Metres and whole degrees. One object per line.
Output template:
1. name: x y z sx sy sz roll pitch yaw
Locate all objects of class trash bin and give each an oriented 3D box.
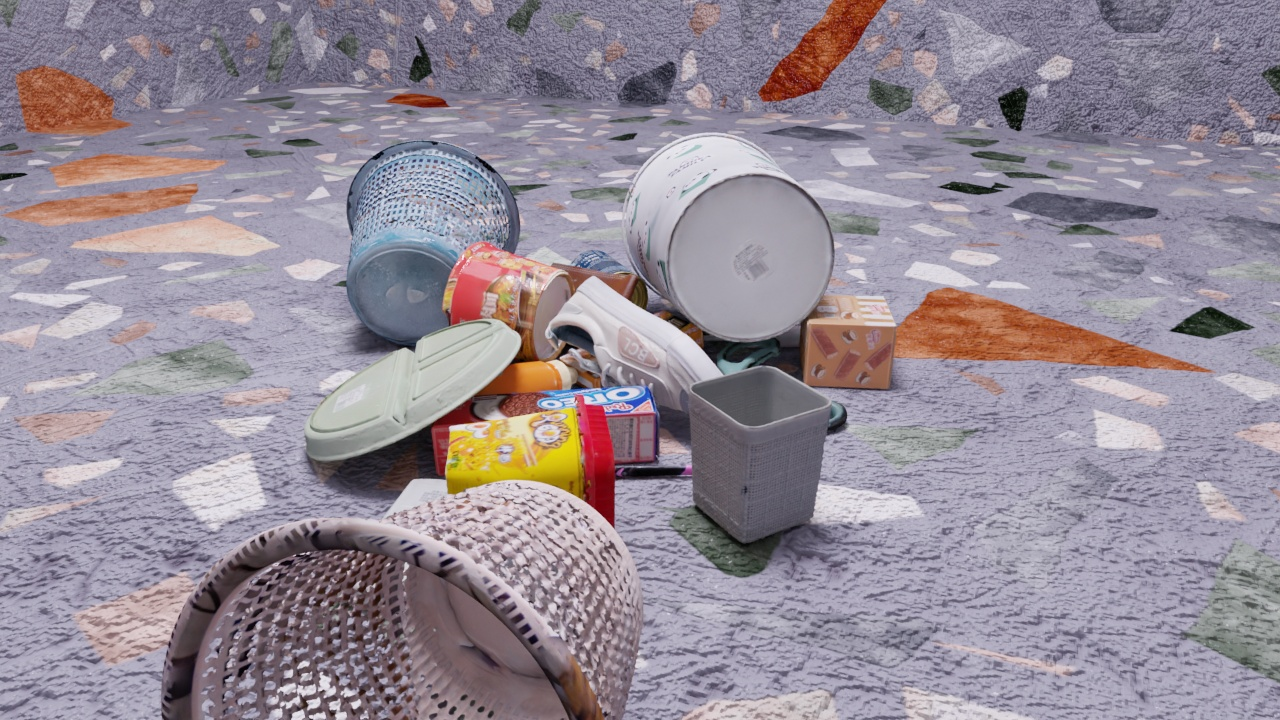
1. trash bin: -0.270 -0.129 1.138 0.226 0.227 0.194 0 37 -1
2. trash bin: 0.102 -0.143 1.078 0.229 0.230 0.251 -2 17 -5
3. trash bin: -0.093 0.161 0.489 0.228 0.227 0.191 7 13 15

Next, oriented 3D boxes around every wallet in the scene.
1. wallet: -0.072 -0.066 1.110 0.125 0.101 0.032 12 -17 26

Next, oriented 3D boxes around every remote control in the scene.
1. remote control: -0.183 0.142 0.730 0.058 0.021 0.149 6 25 9

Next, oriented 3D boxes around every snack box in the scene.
1. snack box: -0.009 -0.009 1.040 0.153 0.026 0.075 -26 34 -29
2. snack box: 0.230 -0.022 1.032 0.094 0.077 0.092 2 24 5
3. snack box: -0.088 0.066 0.860 0.207 0.058 0.057 -3 27 -7

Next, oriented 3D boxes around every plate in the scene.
1. plate: -0.223 0.021 0.888 0.230 0.027 0.230 -22 20 8

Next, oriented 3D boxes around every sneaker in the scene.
1. sneaker: -0.005 0.005 0.923 0.090 0.089 0.242 -44 54 -13

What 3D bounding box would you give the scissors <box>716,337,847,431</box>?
1. scissors: 0.141 0.025 0.971 0.170 0.019 0.174 17 36 18

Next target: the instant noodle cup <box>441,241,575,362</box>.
1. instant noodle cup: -0.143 -0.060 1.047 0.109 0.138 0.137 13 27 18

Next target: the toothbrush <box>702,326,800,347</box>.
1. toothbrush: 0.151 -0.028 1.108 0.221 0.027 0.026 -1 58 -1

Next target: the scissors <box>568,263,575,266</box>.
1. scissors: -0.131 -0.081 1.182 0.133 0.017 0.136 -40 58 -13

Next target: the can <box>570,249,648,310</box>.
1. can: -0.046 -0.095 1.195 0.075 0.075 0.111 -10 26 -21

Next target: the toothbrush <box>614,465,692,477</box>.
1. toothbrush: -0.013 0.102 0.833 0.189 0.014 0.017 0 34 -1

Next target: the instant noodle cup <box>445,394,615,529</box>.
1. instant noodle cup: -0.086 0.096 0.716 0.123 0.116 0.116 -2 25 -8

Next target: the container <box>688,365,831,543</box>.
1. container: 0.095 0.079 0.760 0.090 0.114 0.090 -14 28 -28

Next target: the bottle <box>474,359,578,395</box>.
1. bottle: -0.122 0.029 0.942 0.067 0.067 0.149 21 24 38
